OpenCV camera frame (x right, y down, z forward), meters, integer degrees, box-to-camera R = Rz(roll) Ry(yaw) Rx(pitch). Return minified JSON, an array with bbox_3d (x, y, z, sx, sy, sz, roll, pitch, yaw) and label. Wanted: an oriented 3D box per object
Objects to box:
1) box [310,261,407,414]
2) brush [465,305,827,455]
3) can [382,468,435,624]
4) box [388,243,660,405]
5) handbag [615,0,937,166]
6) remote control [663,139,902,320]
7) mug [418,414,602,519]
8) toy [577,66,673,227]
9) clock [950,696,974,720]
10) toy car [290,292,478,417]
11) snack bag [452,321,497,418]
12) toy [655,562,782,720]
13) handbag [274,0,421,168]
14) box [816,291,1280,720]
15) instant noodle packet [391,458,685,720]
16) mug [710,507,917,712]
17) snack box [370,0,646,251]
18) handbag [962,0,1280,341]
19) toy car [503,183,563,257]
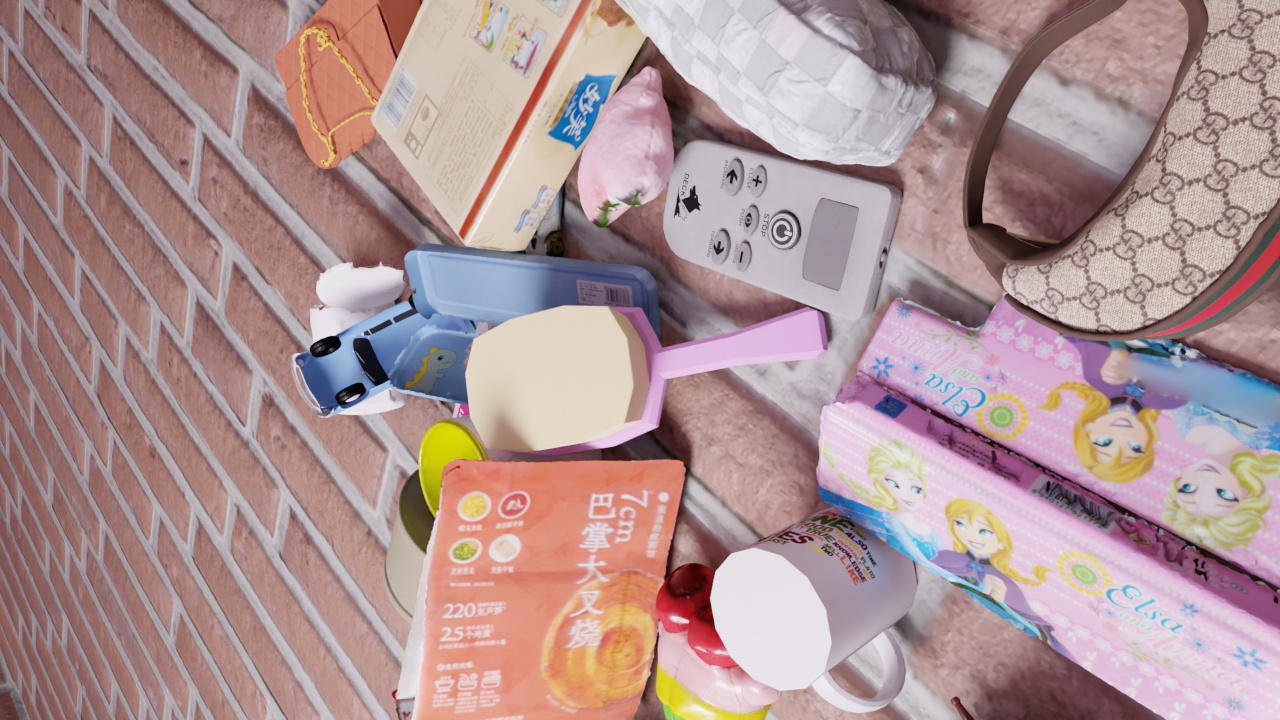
[{"bbox_3d":[-0.239,-0.018,0.788,0.144,0.083,0.136,-174,78,-70],"label":"box"},{"bbox_3d":[-0.003,0.003,0.554,0.229,0.043,0.089,-12,81,26],"label":"brush"},{"bbox_3d":[-0.125,0.141,0.692,0.128,0.127,0.073,43,127,29],"label":"can"},{"bbox_3d":[-0.084,-0.018,0.648,0.210,0.049,0.120,9,92,28],"label":"box"},{"bbox_3d":[0.077,-0.177,0.446,0.171,0.112,0.124,50,121,25],"label":"handbag"},{"bbox_3d":[0.073,-0.080,0.530,0.151,0.019,0.074,26,115,38],"label":"remote control"},{"bbox_3d":[-0.092,0.074,0.661,0.083,0.106,0.082,10,105,43],"label":"mug"},{"bbox_3d":[-0.008,-0.132,0.572,0.102,0.050,0.093,171,114,-68],"label":"toy"},{"bbox_3d":[0.196,0.254,0.445,0.121,0.072,0.157,-7,93,44],"label":"clock"},{"bbox_3d":[-0.199,-0.010,0.733,0.056,0.153,0.055,61,170,4],"label":"toy car"},{"bbox_3d":[-0.114,0.023,0.724,0.070,0.016,0.197,32,121,17],"label":"snack bag"},{"bbox_3d":[0.035,0.205,0.580,0.124,0.096,0.131,21,127,52],"label":"toy"},{"bbox_3d":[-0.247,-0.242,0.780,0.172,0.060,0.109,-16,91,44],"label":"handbag"},{"bbox_3d":[0.191,0.059,0.417,0.230,0.066,0.159,31,119,36],"label":"box"},{"bbox_3d":[-0.065,0.161,0.605,0.084,0.164,0.221,-126,45,-54],"label":"instant noodle packet"},{"bbox_3d":[0.103,0.139,0.498,0.074,0.089,0.105,-43,69,40],"label":"mug"},{"bbox_3d":[-0.088,-0.201,0.612,0.153,0.055,0.208,50,120,29],"label":"snack box"},{"bbox_3d":[0.206,-0.093,0.376,0.138,0.063,0.167,46,125,38],"label":"handbag"},{"bbox_3d":[-0.080,-0.113,0.663,0.048,0.033,0.105,20,111,42],"label":"toy car"}]
